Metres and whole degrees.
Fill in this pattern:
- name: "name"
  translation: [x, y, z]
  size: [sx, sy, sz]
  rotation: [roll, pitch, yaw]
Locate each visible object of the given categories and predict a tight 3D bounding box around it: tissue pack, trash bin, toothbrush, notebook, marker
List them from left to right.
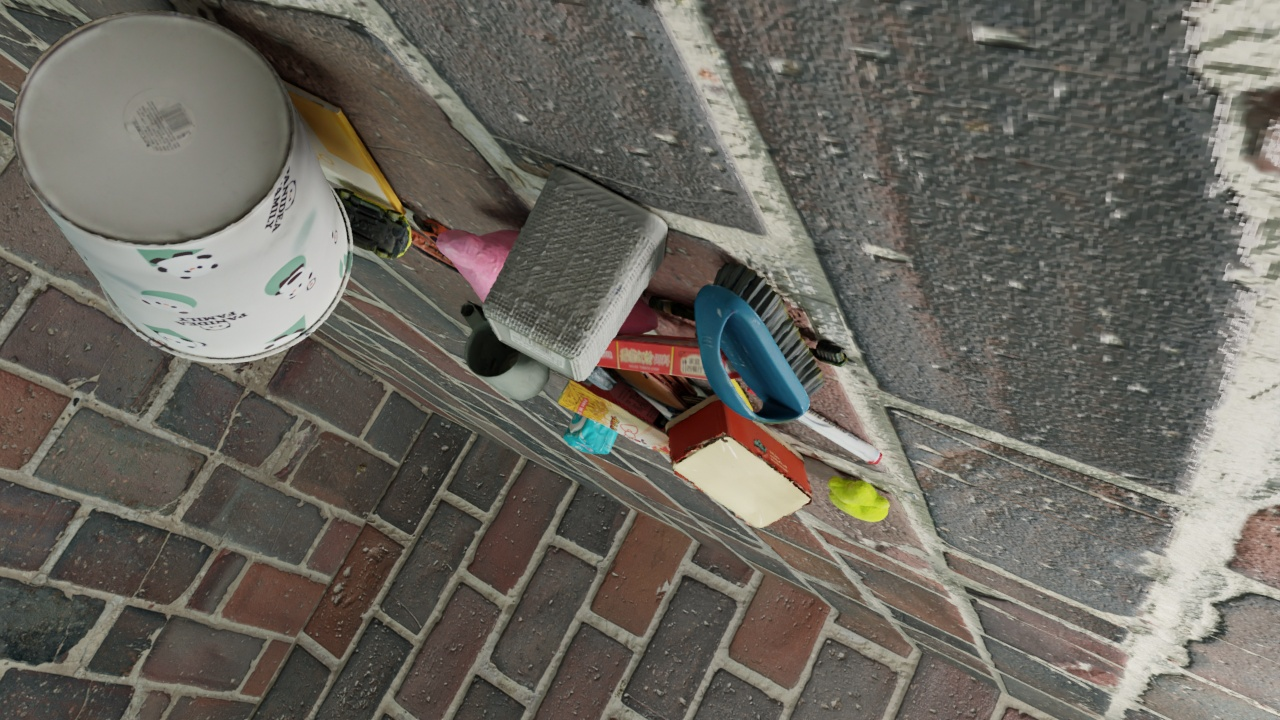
- name: "trash bin"
  translation: [-0.366, -0.135, 0.757]
  size: [0.229, 0.229, 0.252]
  rotation: [30, 163, -5]
- name: "notebook"
  translation: [-0.304, -0.206, 0.847]
  size: [0.146, 0.010, 0.206]
  rotation: [27, 167, 7]
- name: "tissue pack"
  translation: [-0.061, 0.079, 1.265]
  size: [0.050, 0.093, 0.134]
  rotation: [27, 168, -13]
- name: "toothbrush"
  translation: [-0.020, 0.037, 1.179]
  size: [0.191, 0.018, 0.016]
  rotation: [30, -177, -4]
- name: "toothbrush"
  translation: [0.080, 0.018, 0.886]
  size: [0.016, 0.016, 0.190]
  rotation: [23, 166, 27]
- name: "toothbrush"
  translation: [0.079, -0.027, 0.726]
  size: [0.186, 0.012, 0.017]
  rotation: [20, 159, 36]
- name: "marker"
  translation: [0.165, 0.057, 0.862]
  size: [0.145, 0.017, 0.017]
  rotation: [30, 168, -8]

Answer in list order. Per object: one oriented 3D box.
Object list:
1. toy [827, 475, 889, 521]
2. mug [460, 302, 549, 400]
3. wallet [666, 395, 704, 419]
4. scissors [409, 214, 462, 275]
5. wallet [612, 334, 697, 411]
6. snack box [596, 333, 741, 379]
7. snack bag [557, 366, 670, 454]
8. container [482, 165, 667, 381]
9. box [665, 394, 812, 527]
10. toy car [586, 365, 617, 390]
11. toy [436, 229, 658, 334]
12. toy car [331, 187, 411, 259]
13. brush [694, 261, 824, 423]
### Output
- name: "toy"
  translation: [0.251, 0.161, 1.054]
  size: [0.097, 0.031, 0.100]
  rotation: [11, 158, 49]
- name: "mug"
  translation: [-0.186, -0.013, 1.234]
  size: [0.124, 0.083, 0.103]
  rotation: [53, -179, 27]
- name: "wallet"
  translation: [0.094, 0.081, 1.079]
  size: [0.115, 0.033, 0.090]
  rotation: [33, 167, -33]
- name: "scissors"
  translation: [-0.176, -0.097, 0.994]
  size: [0.189, 0.015, 0.226]
  rotation: [20, 164, 35]
- name: "wallet"
  translation: [-0.006, 0.006, 1.000]
  size: [0.101, 0.032, 0.124]
  rotation: [20, 164, 44]
- name: "snack box"
  translation: [0.028, -0.005, 0.768]
  size: [0.153, 0.025, 0.075]
  rotation: [6, -171, 43]
- name: "snack bag"
  translation: [0.004, 0.075, 1.128]
  size: [0.208, 0.073, 0.128]
  rotation: [32, 178, -1]
- name: "container"
  translation: [-0.048, -0.056, 0.647]
  size: [0.090, 0.114, 0.090]
  rotation: [28, 168, 6]
- name: "box"
  translation: [0.109, 0.121, 1.010]
  size: [0.091, 0.078, 0.168]
  rotation: [-33, 128, 26]
- name: "toy car"
  translation: [-0.075, -0.003, 1.060]
  size: [0.120, 0.037, 0.054]
  rotation: [38, 176, 36]
- name: "toy"
  translation: [-0.076, -0.062, 0.780]
  size: [0.194, 0.074, 0.178]
  rotation: [20, 179, -4]
- name: "toy car"
  translation: [-0.274, -0.138, 0.926]
  size: [0.105, 0.048, 0.032]
  rotation: [25, -165, 15]
- name: "brush"
  translation: [0.080, -0.001, 0.657]
  size: [0.055, 0.073, 0.144]
  rotation: [20, 156, 45]
